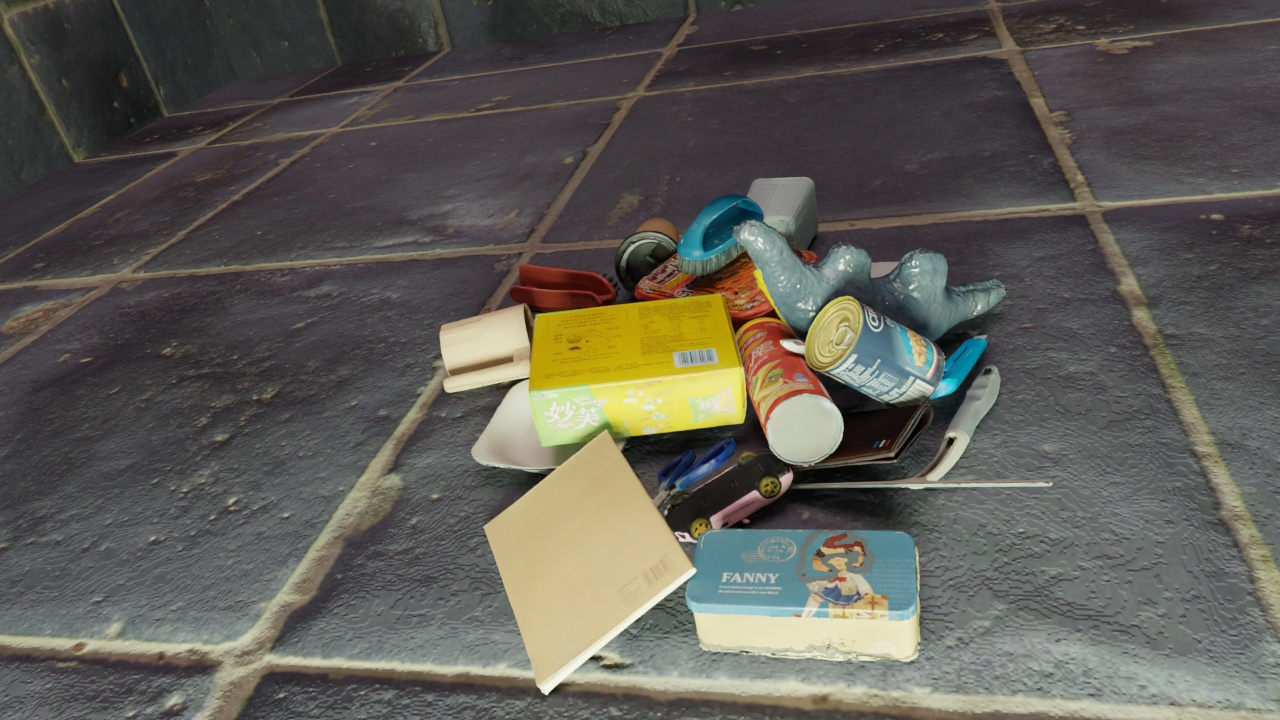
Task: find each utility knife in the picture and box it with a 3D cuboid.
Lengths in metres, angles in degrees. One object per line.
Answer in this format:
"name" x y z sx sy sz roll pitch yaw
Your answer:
"utility knife" 0.325 0.001 0.934 0.034 0.018 0.165 -17 9 39

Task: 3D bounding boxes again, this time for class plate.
"plate" -0.081 0.072 0.964 0.164 0.034 0.163 -1 32 17

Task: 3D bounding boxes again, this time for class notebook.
"notebook" -0.052 0.158 0.778 0.149 0.012 0.211 -39 34 0

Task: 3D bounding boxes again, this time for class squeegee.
"squeegee" 0.285 0.070 0.841 0.247 0.039 0.245 -9 18 43

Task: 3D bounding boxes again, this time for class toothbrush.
"toothbrush" 0.218 -0.004 0.914 0.187 0.017 0.016 11 24 -26

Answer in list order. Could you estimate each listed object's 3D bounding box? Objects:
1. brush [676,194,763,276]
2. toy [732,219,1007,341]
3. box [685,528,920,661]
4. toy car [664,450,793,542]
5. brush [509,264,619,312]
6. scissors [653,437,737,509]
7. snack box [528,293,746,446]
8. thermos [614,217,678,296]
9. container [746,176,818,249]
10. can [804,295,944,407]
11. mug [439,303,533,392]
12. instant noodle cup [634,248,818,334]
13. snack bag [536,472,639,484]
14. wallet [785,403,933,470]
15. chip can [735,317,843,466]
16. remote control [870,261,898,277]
"brush" 0.096 -0.156 1.087 0.055 0.074 0.143 25 43 32
"toy" 0.239 -0.060 0.955 0.355 0.138 0.091 6 19 -26
"box" 0.119 0.176 0.701 0.184 0.059 0.089 -2 31 13
"toy car" 0.080 0.124 0.822 0.122 0.037 0.056 -30 27 -4
"brush" -0.098 -0.090 1.210 0.146 0.063 0.069 8 24 27
"scissors" 0.031 0.116 0.825 0.147 0.012 0.169 -29 9 11
"snack box" -0.006 0.006 0.947 0.210 0.070 0.157 -7 32 1
"thermos" 0.016 -0.144 1.243 0.093 0.093 0.143 -6 23 9
"container" 0.184 -0.183 1.245 0.090 0.090 0.111 3 37 23
"can" 0.222 -0.004 0.866 0.111 0.075 0.075 25 21 -23
"mug" -0.176 -0.006 1.080 0.103 0.084 0.124 -13 30 2
"instant noodle cup" 0.109 -0.084 1.113 0.189 0.079 0.164 14 39 38
"snack bag" -0.052 0.126 0.874 0.105 0.026 0.045 -5 30 10
"wallet" 0.196 0.072 0.843 0.123 0.020 0.096 -12 16 43
"chip can" 0.140 0.024 0.899 0.073 0.073 0.216 -11 21 1
"remote control" 0.303 -0.102 1.133 0.135 0.019 0.056 0 32 18
